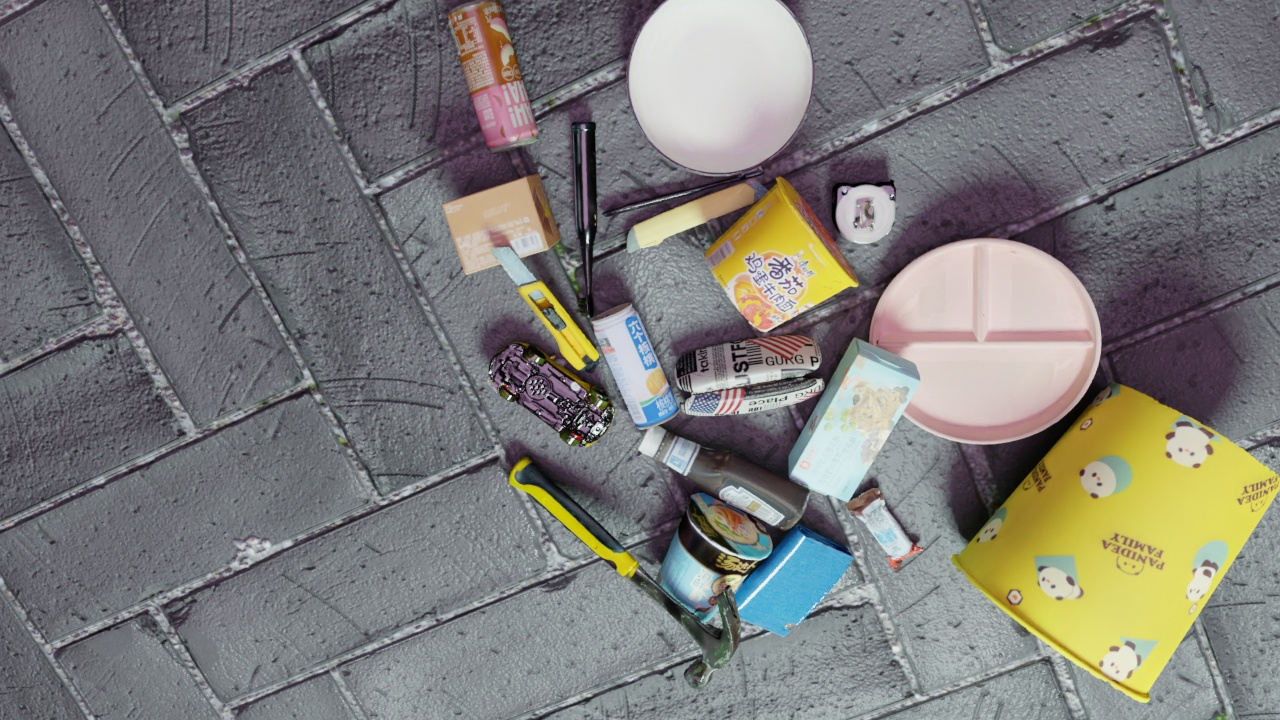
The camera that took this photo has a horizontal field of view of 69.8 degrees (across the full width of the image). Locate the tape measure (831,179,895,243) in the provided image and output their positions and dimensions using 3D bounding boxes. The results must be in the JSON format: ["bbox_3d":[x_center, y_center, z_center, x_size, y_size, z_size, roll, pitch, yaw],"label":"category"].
[{"bbox_3d":[0.238,-0.158,0.978,0.066,0.033,0.066,-2,104,5],"label":"tape measure"}]

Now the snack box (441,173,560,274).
[{"bbox_3d":[-0.145,-0.146,0.970,0.093,0.094,0.077,-16,102,7],"label":"snack box"}]

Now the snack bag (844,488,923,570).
[{"bbox_3d":[0.285,0.197,1.068,0.045,0.026,0.105,-34,99,20],"label":"snack bag"}]

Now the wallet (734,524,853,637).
[{"bbox_3d":[0.175,0.256,1.066,0.106,0.040,0.133,28,108,-33],"label":"wallet"}]

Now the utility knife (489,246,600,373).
[{"bbox_3d":[-0.099,-0.050,0.979,0.033,0.015,0.209,-34,132,3],"label":"utility knife"}]

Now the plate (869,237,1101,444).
[{"bbox_3d":[0.363,-0.020,0.981,0.230,0.028,0.230,7,111,18],"label":"plate"}]

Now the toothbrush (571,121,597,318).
[{"bbox_3d":[-0.060,-0.151,1.002,0.027,0.026,0.213,11,109,36],"label":"toothbrush"}]

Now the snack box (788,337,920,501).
[{"bbox_3d":[0.232,0.067,1.010,0.074,0.051,0.175,22,115,-2],"label":"snack box"}]

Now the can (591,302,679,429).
[{"bbox_3d":[-0.006,0.006,1.022,0.053,0.053,0.134,-22,102,8],"label":"can"}]

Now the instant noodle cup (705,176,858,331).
[{"bbox_3d":[0.142,-0.103,0.952,0.110,0.137,0.138,-37,99,19],"label":"instant noodle cup"}]

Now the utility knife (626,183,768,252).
[{"bbox_3d":[0.061,-0.158,0.996,0.167,0.018,0.031,-19,106,9],"label":"utility knife"}]

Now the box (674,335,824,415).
[{"bbox_3d":[0.122,0.029,1.025,0.163,0.076,0.088,-9,127,2],"label":"box"}]

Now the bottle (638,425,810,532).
[{"bbox_3d":[0.091,0.129,1.039,0.195,0.080,0.043,26,60,2],"label":"bottle"}]

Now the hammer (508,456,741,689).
[{"bbox_3d":[-0.022,0.221,1.032,0.323,0.031,0.126,40,122,14],"label":"hammer"}]

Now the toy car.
[{"bbox_3d":[-0.100,0.036,1.041,0.156,0.041,0.071,34,103,-7],"label":"toy car"}]

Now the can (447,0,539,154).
[{"bbox_3d":[-0.152,-0.293,0.953,0.058,0.057,0.147,-15,103,6],"label":"can"}]

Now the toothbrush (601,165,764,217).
[{"bbox_3d":[0.044,-0.184,0.992,0.181,0.015,0.018,-16,97,6],"label":"toothbrush"}]

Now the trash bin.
[{"bbox_3d":[0.498,0.177,0.960,0.229,0.229,0.255,32,98,-5],"label":"trash bin"}]

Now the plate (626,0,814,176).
[{"bbox_3d":[0.082,-0.289,0.950,0.192,0.039,0.192,1,104,3],"label":"plate"}]

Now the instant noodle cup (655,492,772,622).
[{"bbox_3d":[0.076,0.233,1.055,0.111,0.111,0.121,25,112,-3],"label":"instant noodle cup"}]
